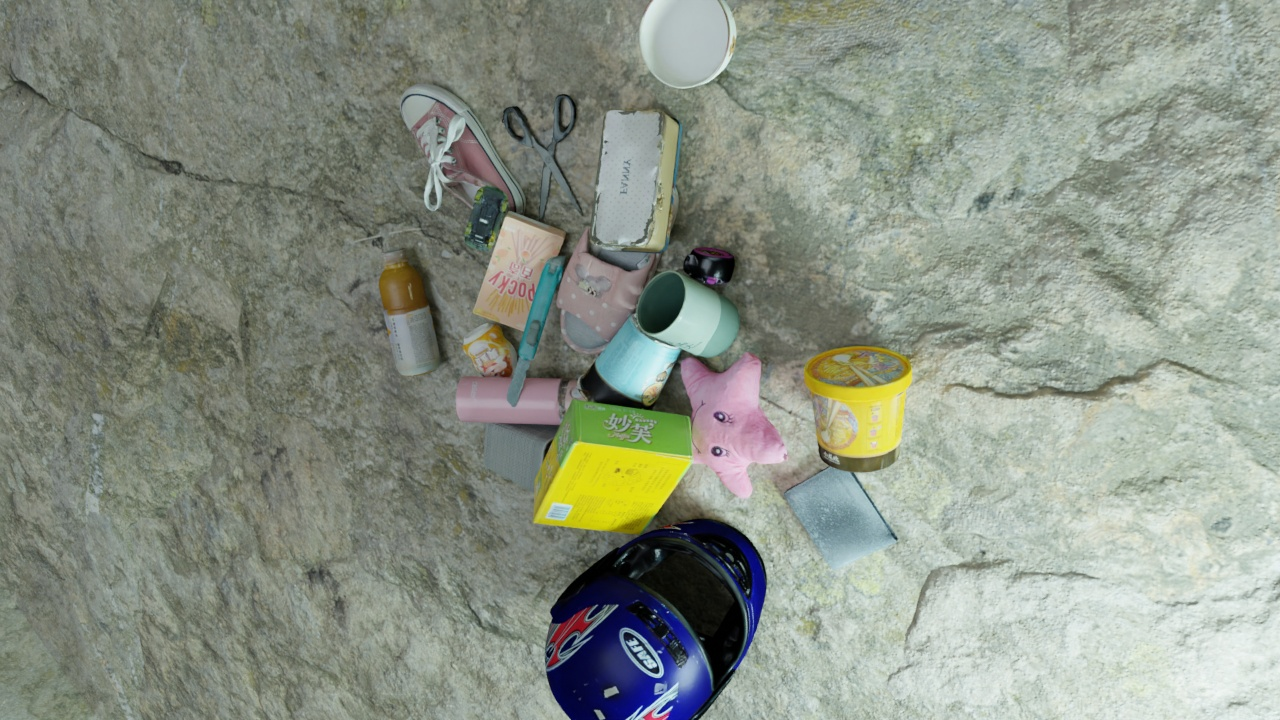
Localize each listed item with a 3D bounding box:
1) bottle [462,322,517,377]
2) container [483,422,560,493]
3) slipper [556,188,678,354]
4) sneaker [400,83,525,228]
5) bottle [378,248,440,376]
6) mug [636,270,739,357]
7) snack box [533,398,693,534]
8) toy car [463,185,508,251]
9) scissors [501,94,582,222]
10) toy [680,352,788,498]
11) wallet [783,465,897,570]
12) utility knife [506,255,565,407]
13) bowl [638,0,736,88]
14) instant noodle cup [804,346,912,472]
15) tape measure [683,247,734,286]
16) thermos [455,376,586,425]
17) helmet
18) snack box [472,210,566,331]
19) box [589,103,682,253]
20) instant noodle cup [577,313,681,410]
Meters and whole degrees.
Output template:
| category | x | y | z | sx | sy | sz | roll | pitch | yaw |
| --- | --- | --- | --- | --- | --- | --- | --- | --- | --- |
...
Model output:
| category | x | y | z | sx | sy | sz | roll | pitch | yaw |
| --- | --- | --- | --- | --- | --- | --- | --- | --- | --- |
| bottle | -0.207 | 0.001 | 1.324 | 0.063 | 0.063 | 0.108 | -22 | 109 | 33 |
| container | -0.159 | 0.126 | 1.323 | 0.114 | 0.090 | 0.090 | 20 | 114 | 27 |
| slipper | -0.036 | -0.121 | 1.190 | 0.114 | 0.054 | 0.275 | 37 | 118 | 15 |
| sneaker | -0.255 | -0.277 | 1.245 | 0.119 | 0.087 | 0.241 | -40 | 85 | 33 |
| bottle | -0.350 | -0.072 | 1.377 | 0.068 | 0.067 | 0.189 | -2 | 104 | 30 |
| mug | 0.052 | -0.053 | 1.127 | 0.112 | 0.106 | 0.082 | -3 | 72 | 48 |
| snack box | -0.040 | 0.144 | 1.189 | 0.157 | 0.070 | 0.211 | 10 | 140 | -16 |
| toy car | -0.204 | -0.190 | 1.216 | 0.043 | 0.036 | 0.091 | 21 | 124 | -7 |
| scissors | -0.126 | -0.271 | 1.218 | 0.159 | 0.014 | 0.182 | 33 | 120 | 17 |
| toy | 0.116 | 0.077 | 1.152 | 0.179 | 0.074 | 0.195 | 24 | 119 | 36 |
| wallet | 0.250 | 0.194 | 1.152 | 0.097 | 0.019 | 0.121 | -36 | 85 | 31 |
| utility knife | -0.143 | -0.040 | 1.237 | 0.029 | 0.013 | 0.216 | 18 | 95 | 8 |
| bowl | 0.062 | -0.371 | 1.049 | 0.114 | 0.062 | 0.113 | 10 | 111 | 28 |
| instant noodle cup | 0.250 | 0.057 | 1.054 | 0.119 | 0.118 | 0.114 | 6 | 116 | 28 |
| tape measure | 0.085 | -0.114 | 1.121 | 0.058 | 0.057 | 0.039 | 14 | 109 | 13 |
| thermos | -0.153 | 0.065 | 1.273 | 0.199 | 0.087 | 0.067 | 3 | 153 | 8 |
| helmet | 0.009 | 0.369 | 1.215 | 0.247 | 0.239 | 0.316 | 45 | 121 | 8 |
| snack box | -0.167 | -0.120 | 1.261 | 0.084 | 0.026 | 0.158 | 19 | 118 | -9 |
| box | -0.005 | -0.222 | 1.109 | 0.090 | 0.060 | 0.184 | 9 | 88 | 24 |
| instant noodle cup | -0.007 | 0.007 | 1.191 | 0.111 | 0.111 | 0.121 | 38 | 114 | 14 |
